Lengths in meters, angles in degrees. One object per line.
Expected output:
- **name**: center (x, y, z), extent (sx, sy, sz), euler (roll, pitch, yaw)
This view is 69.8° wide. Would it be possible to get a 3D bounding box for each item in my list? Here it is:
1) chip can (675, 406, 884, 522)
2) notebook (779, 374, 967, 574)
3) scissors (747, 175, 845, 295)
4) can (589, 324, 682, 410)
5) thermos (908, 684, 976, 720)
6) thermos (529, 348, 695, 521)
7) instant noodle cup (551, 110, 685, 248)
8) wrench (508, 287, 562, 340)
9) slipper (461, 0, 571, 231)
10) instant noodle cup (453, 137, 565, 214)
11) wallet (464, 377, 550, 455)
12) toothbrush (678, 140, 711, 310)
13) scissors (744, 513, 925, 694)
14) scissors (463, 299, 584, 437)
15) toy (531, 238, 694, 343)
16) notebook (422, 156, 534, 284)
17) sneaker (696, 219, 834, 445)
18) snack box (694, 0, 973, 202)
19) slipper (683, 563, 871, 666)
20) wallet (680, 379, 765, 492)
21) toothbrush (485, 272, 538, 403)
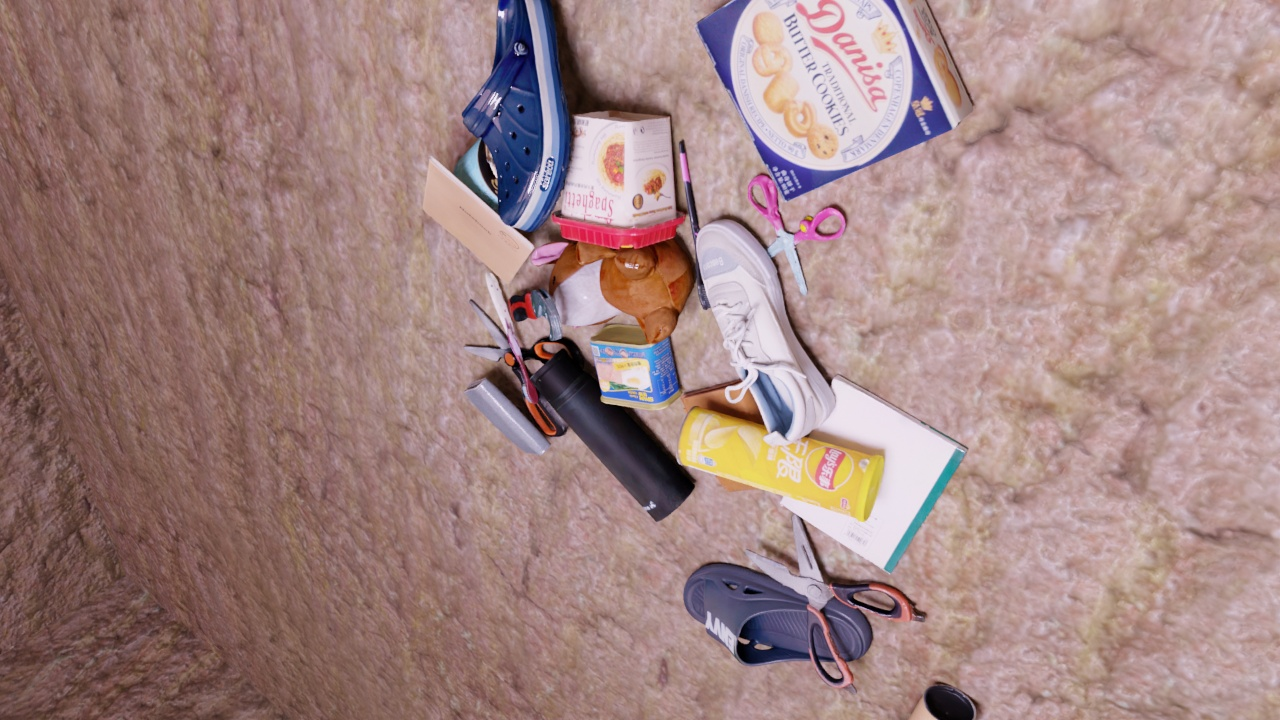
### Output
- **chip can**: center (0.147, 0.109, 0.986), extent (0.214, 0.071, 0.072), euler (14, 126, 25)
- **notebook**: center (0.244, 0.129, 0.996), extent (0.150, 0.012, 0.210), euler (32, 134, 20)
- **scissors**: center (0.143, -0.126, 0.907), extent (0.135, 0.017, 0.134), euler (51, 141, -3)
- **can**: center (-0.006, 0.006, 1.094), extent (0.102, 0.057, 0.083), euler (7, 120, 37)
- **thermos**: center (0.345, 0.456, 1.085), extent (0.093, 0.092, 0.143), euler (24, 124, 27)
- **thermos**: center (-0.039, 0.094, 1.167), extent (0.242, 0.068, 0.090), euler (48, 161, -1)
- **instant noodle cup**: center (-0.021, -0.188, 0.940), extent (0.116, 0.116, 0.124), euler (15, 115, 33)
- **wrench**: center (-0.131, -0.060, 1.087), extent (0.273, 0.016, 0.056), euler (-162, 58, -72)
- **slipper**: center (-0.129, -0.259, 0.918), extent (0.105, 0.095, 0.252), euler (164, 105, -67)
- **instant noodle cup**: center (-0.153, -0.216, 1.035), extent (0.121, 0.111, 0.111), euler (-10, 111, 52)
- **wallet**: center (-0.185, 0.077, 1.283), extent (0.129, 0.037, 0.107), euler (47, 162, -12)
- **toothbrush**: center (0.060, -0.139, 0.969), extent (0.018, 0.014, 0.189), euler (4, 120, 27)
- **scissors**: center (0.219, 0.289, 1.087), extent (0.223, 0.015, 0.189), euler (20, 106, 22)
- **scissors**: center (-0.155, 0.005, 1.248), extent (0.233, 0.021, 0.221), euler (-16, 101, 44)
- **toy**: center (-0.038, -0.078, 1.024), extent (0.200, 0.130, 0.140), euler (11, 131, 47)
- **notebook**: center (-0.198, -0.159, 1.089), extent (0.148, 0.008, 0.208), euler (41, 166, -8)
- **sneaker**: center (0.109, -0.023, 0.940), extent (0.090, 0.090, 0.242), euler (-20, 100, 52)
- **snack box**: center (0.160, -0.251, 0.783), extent (0.183, 0.045, 0.178), euler (-18, 106, 46)
- **slipper**: center (0.154, 0.333, 1.164), extent (0.269, 0.083, 0.111), euler (3, 118, 37)
- **wallet**: center (0.108, 0.091, 1.071), extent (0.108, 0.031, 0.132), euler (-17, 101, 46)
- **toothbrush**: center (-0.172, -0.028, 1.218), extent (0.017, 0.016, 0.187), euler (0, 114, 50)
